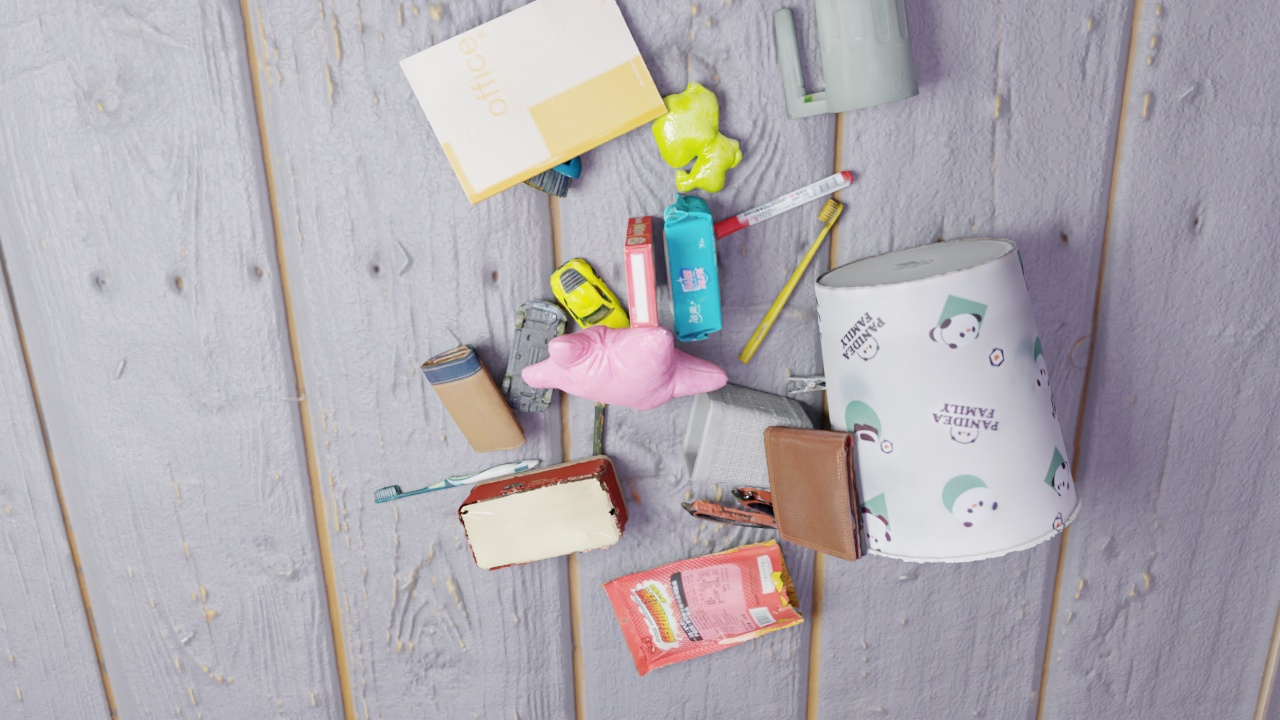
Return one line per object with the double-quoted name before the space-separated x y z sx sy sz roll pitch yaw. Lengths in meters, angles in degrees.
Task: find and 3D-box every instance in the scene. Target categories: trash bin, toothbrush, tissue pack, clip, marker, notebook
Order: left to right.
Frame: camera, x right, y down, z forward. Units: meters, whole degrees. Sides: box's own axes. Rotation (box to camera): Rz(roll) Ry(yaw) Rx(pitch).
"toothbrush" -0.204 0.130 1.011 0.192 0.016 0.018 -14 97 5
"notebook" -0.096 -0.252 0.846 0.206 0.010 0.146 -26 95 -7
"toothbrush" -0.048 0.112 1.003 0.012 0.017 0.186 7 109 8
"tissue pack" 0.049 -0.094 0.895 0.050 0.093 0.133 -6 108 3
"marker" 0.141 -0.155 0.915 0.145 0.017 0.017 -22 107 7
"toothbrush" 0.151 -0.079 0.941 0.016 0.015 0.190 28 106 -4
"clip" 0.184 0.023 0.971 0.058 0.025 0.036 -5 100 9
"trash bin" 0.281 0.027 0.874 0.229 0.229 0.252 -13 103 4

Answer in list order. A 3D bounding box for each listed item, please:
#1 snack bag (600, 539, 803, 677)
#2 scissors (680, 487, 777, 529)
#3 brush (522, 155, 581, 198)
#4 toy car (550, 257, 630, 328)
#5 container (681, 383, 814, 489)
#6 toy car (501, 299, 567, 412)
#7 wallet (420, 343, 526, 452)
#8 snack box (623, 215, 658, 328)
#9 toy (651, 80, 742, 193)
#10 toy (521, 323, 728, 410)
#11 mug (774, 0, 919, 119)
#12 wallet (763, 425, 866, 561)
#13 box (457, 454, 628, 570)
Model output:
"snack bag" 0.071 0.276 1.037 0.208 0.073 0.128 -19 103 12
"scissors" 0.153 0.172 0.990 0.189 0.015 0.226 -7 151 34
"brush" -0.120 -0.214 0.875 0.144 0.055 0.074 27 108 -8
"toy car" -0.049 -0.055 0.941 0.048 0.032 0.105 -35 106 10
"container" 0.111 0.080 0.956 0.114 0.090 0.090 11 108 -7
"toy car" -0.110 -0.004 0.955 0.054 0.036 0.121 12 105 -4
"wallet" -0.173 0.042 0.955 0.090 0.033 0.115 -12 113 45
"snack box" 0.001 -0.087 0.866 0.025 0.152 0.075 -4 109 2
"toy" 0.051 -0.213 0.888 0.100 0.031 0.097 30 108 -10
"toy" -0.005 0.005 0.888 0.194 0.179 0.074 9 70 -22
"mug" 0.187 -0.285 0.846 0.124 0.083 0.103 -3 109 27
"wallet" 0.168 0.123 0.873 0.032 0.101 0.124 -17 103 -34
"box" -0.104 0.168 0.979 0.168 0.078 0.091 -14 103 12
